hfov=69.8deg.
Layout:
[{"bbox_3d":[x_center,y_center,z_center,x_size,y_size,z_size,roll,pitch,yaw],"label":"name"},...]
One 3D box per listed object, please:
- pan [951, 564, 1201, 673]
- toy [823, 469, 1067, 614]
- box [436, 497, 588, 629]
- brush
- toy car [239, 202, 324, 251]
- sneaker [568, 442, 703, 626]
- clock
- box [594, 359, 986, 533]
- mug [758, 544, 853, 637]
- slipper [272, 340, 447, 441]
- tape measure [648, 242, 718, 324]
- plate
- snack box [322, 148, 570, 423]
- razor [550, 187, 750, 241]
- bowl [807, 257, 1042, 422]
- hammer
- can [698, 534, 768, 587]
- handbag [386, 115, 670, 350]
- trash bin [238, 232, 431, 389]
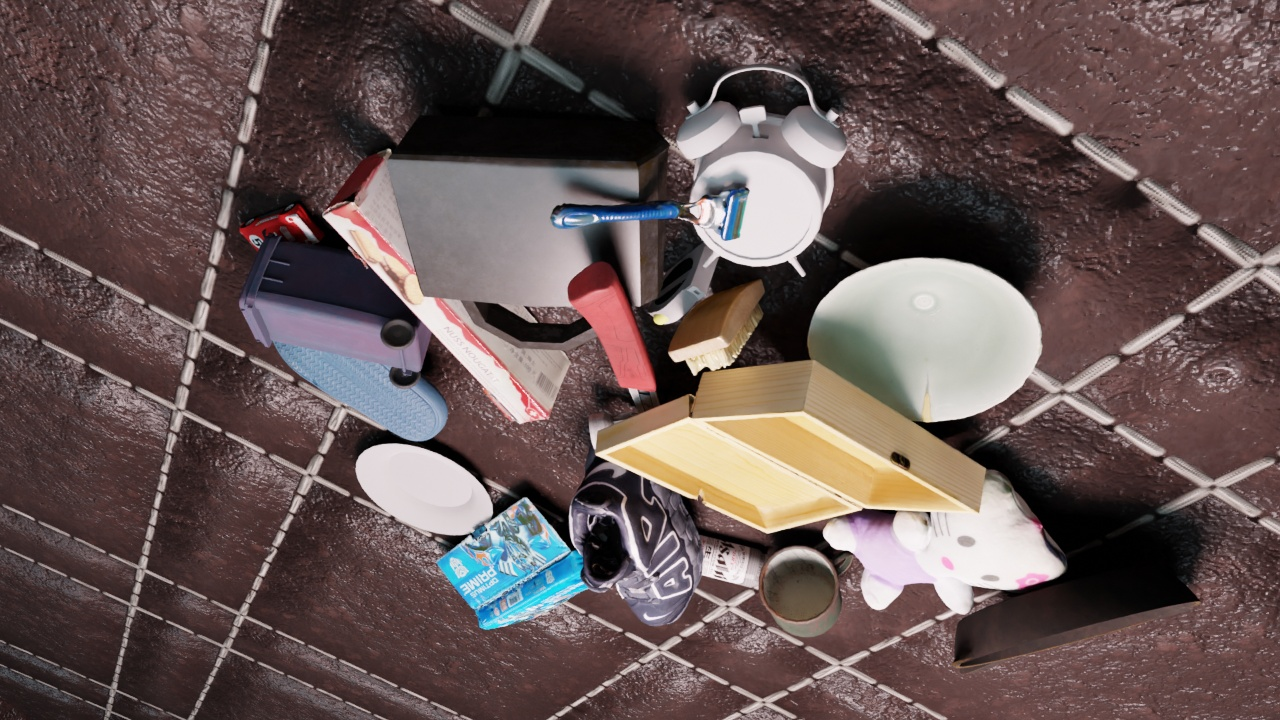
[{"bbox_3d":[0.405,0.276,0.946,0.248,0.043,0.357,-9,154,-10],"label":"pan"},{"bbox_3d":[0.295,0.178,0.893,0.210,0.085,0.137,-23,105,43],"label":"toy"},{"bbox_3d":[-0.141,0.269,1.137,0.166,0.075,0.244,30,136,-23],"label":"box"},{"bbox_3d":[0.066,-0.028,0.742,0.049,0.116,0.039,-17,107,30],"label":"brush"},{"bbox_3d":[-0.336,-0.119,0.857,0.090,0.025,0.038,-11,129,28],"label":"toy car"},{"bbox_3d":[-0.011,0.206,0.952,0.097,0.150,0.253,-2,118,26],"label":"sneaker"},{"bbox_3d":[0.088,-0.141,0.669,0.120,0.060,0.159,7,131,12],"label":"clock"},{"bbox_3d":[0.131,0.090,0.828,0.247,0.076,0.258,30,144,-34],"label":"box"},{"bbox_3d":[0.188,0.247,1.006,0.111,0.085,0.081,-35,148,-3],"label":"mug"},{"bbox_3d":[-0.283,-0.001,0.937,0.213,0.059,0.104,37,126,-2],"label":"slipper"},{"bbox_3d":[0.035,-0.061,0.759,0.017,0.064,0.065,36,139,-18],"label":"tape measure"},{"bbox_3d":[-0.258,0.151,1.108,0.173,0.019,0.173,10,136,9],"label":"plate"},{"bbox_3d":[-0.163,-0.056,0.818,0.044,0.076,0.273,-13,131,32],"label":"snack box"},{"bbox_3d":[0.006,-0.105,0.646,0.141,0.018,0.044,-3,134,-12],"label":"razor"},{"bbox_3d":[0.220,-0.031,0.723,0.174,0.067,0.174,9,138,8],"label":"bowl"},{"bbox_3d":[-0.005,0.004,0.775,0.126,0.036,0.316,-9,155,5],"label":"hammer"},{"bbox_3d":[0.089,0.227,1.048,0.106,0.043,0.044,13,137,6],"label":"can"},{"bbox_3d":[-0.078,-0.092,0.738,0.197,0.102,0.200,3,128,4],"label":"handbag"},{"bbox_3d":[-0.276,-0.047,0.844,0.161,0.092,0.094,13,154,-4],"label":"trash bin"}]
